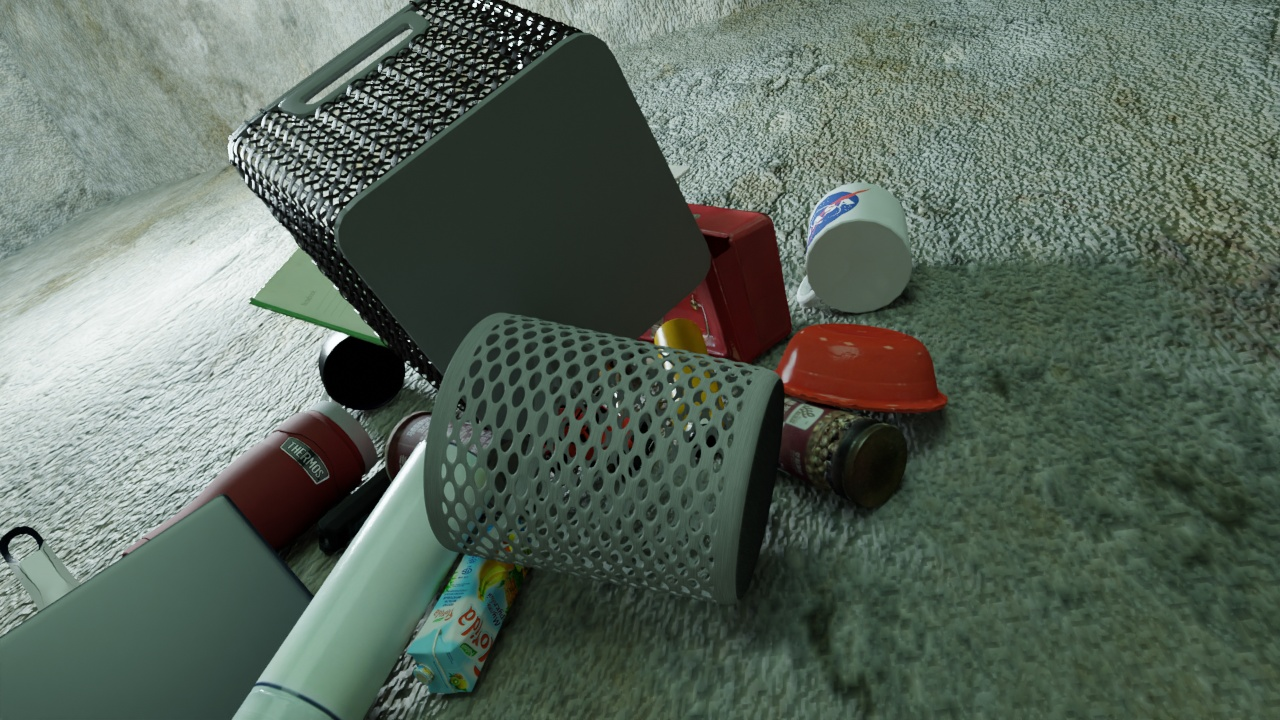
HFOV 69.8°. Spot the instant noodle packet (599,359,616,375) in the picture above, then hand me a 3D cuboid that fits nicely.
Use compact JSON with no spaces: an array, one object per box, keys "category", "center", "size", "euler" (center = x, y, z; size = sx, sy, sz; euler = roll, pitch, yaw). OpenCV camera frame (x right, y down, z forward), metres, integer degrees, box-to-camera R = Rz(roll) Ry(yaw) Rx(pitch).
[{"category":"instant noodle packet","center":[-0.086,-0.030,0.955],"size":[0.160,0.032,0.220],"euler":[-10,28,11]}]

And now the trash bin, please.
[{"category":"trash bin","center":[-0.014,0.061,0.570],"size":[0.183,0.157,0.156],"euler":[10,35,16]}]

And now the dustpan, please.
[{"category":"dustpan","center":[-0.359,0.198,0.613],"size":[0.273,0.080,0.235],"euler":[43,57,15]}]

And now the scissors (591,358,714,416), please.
[{"category":"scissors","center":[-0.010,0.009,0.827],"size":[0.158,0.013,0.170],"euler":[1,41,15]}]

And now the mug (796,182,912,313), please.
[{"category":"mug","center":[0.190,-0.095,0.850],"size":[0.122,0.091,0.089],"euler":[-46,13,31]}]

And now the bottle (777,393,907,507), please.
[{"category":"bottle","center":[0.123,0.057,0.629],"size":[0.056,0.056,0.105],"euler":[-33,30,-25]}]

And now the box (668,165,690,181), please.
[{"category":"box","center":[-0.020,-0.195,1.025],"size":[0.144,0.187,0.104],"euler":[16,58,40]}]

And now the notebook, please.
[{"category":"notebook","center":[-0.263,-0.059,0.990],"size":[0.252,0.010,0.181],"euler":[18,27,-9]}]

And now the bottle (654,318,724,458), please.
[{"category":"bottle","center":[0.041,0.022,0.749],"size":[0.043,0.043,0.143],"euler":[-17,36,4]}]

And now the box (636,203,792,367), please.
[{"category":"box","center":[0.052,-0.071,0.843],"size":[0.087,0.129,0.158],"euler":[-32,31,-32]}]

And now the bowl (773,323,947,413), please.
[{"category":"bowl","center":[0.158,0.000,0.665],"size":[0.130,0.045,0.130],"euler":[5,11,-1]}]

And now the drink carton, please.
[{"category":"drink carton","center":[-0.109,0.159,0.605],"size":[0.039,0.044,0.128],"euler":[-8,28,20]}]

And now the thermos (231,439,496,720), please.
[{"category":"thermos","center":[-0.171,0.154,0.586],"size":[0.068,0.068,0.229],"euler":[-2,42,31]}]

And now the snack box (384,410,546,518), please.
[{"category":"snack box","center":[-0.141,0.083,0.739],"size":[0.121,0.072,0.072],"euler":[6,36,39]}]

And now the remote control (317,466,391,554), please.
[{"category":"remote control","center":[-0.210,0.106,0.780],"size":[0.022,0.047,0.149],"euler":[35,50,14]}]

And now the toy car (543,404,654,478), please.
[{"category":"toy car","center":[-0.037,0.062,0.733],"size":[0.100,0.049,0.051],"euler":[-4,31,28]}]

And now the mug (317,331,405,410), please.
[{"category":"mug","center":[-0.312,0.015,0.984],"size":[0.119,0.085,0.100],"euler":[-54,28,-3]}]

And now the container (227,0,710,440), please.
[{"category":"container","center":[-0.128,-0.120,0.721],"size":[0.247,0.246,0.244],"euler":[-41,39,-11]}]

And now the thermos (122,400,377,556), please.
[{"category":"thermos","center":[-0.325,0.126,0.779],"size":[0.198,0.084,0.108],"euler":[-45,3,-37]}]
